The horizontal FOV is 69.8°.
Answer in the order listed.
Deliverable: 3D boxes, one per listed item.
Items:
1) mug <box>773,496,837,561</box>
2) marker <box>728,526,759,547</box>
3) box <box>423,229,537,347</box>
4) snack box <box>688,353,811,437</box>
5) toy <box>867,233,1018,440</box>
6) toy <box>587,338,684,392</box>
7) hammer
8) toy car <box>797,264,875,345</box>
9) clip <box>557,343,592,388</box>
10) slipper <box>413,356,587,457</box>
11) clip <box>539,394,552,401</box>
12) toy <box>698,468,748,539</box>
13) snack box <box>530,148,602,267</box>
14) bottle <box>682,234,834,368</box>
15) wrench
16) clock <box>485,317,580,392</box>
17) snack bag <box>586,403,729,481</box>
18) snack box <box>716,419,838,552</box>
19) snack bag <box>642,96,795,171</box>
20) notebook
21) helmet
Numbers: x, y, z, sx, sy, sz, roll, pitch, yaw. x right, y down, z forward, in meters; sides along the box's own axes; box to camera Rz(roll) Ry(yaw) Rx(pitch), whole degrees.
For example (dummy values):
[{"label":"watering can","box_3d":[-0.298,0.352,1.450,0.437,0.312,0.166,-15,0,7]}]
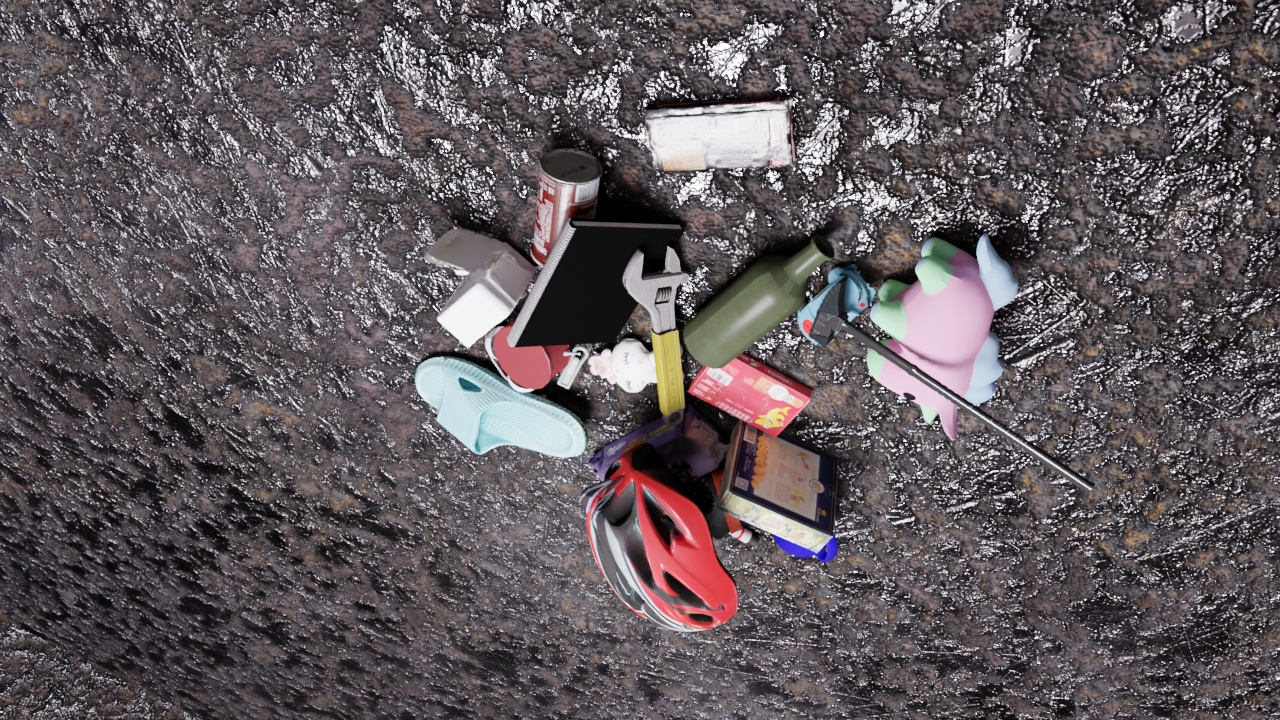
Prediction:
[{"label":"mug","box_3d":[0.231,0.221,1.247,0.079,0.111,0.084,-18,133,-17]},{"label":"marker","box_3d":[0.112,0.234,1.356,0.145,0.019,0.019,32,133,-10]},{"label":"box","box_3d":[-0.210,-0.105,1.100,0.130,0.109,0.103,40,130,-19]},{"label":"snack box","box_3d":[0.139,0.039,1.171,0.133,0.021,0.089,28,133,-7]},{"label":"toy","box_3d":[0.335,-0.030,0.991,0.171,0.119,0.223,37,133,-2]},{"label":"toy","box_3d":[-0.007,0.007,1.179,0.125,0.037,0.076,1,123,9]},{"label":"hammer","box_3d":[0.320,0.029,0.948,0.325,0.015,0.095,37,144,21]},{"label":"toy car","box_3d":[0.212,-0.059,1.036,0.060,0.027,0.108,56,134,16]},{"label":"clip","box_3d":[-0.086,0.002,1.209,0.023,0.047,0.076,25,130,-7]},{"label":"slipper","box_3d":[-0.203,0.075,1.266,0.276,0.069,0.116,21,130,14]},{"label":"clip","box_3d":[-0.145,0.070,1.293,0.062,0.025,0.047,-2,131,23]},{"label":"toy","box_3d":[0.123,0.192,1.269,0.119,0.097,0.100,-18,171,3]},{"label":"snack box","box_3d":[-0.083,-0.167,1.027,0.072,0.072,0.122,16,133,4]},{"label":"bottle","box_3d":[0.136,-0.069,1.041,0.071,0.071,0.207,36,132,-15]},{"label":"wrench","box_3d":[0.027,-0.021,1.113,0.083,0.018,0.274,-23,132,-20]},{"label":"clock","box_3d":[-0.147,-0.011,1.189,0.138,0.048,0.096,-23,104,45]},{"label":"snack bag","box_3d":[0.023,0.139,1.274,0.096,0.058,0.206,42,129,-21]},{"label":"snack box","box_3d":[0.179,0.157,1.180,0.145,0.144,0.043,25,130,-4]},{"label":"snack bag","box_3d":[0.081,-0.232,0.949,0.155,0.018,0.075,2,131,17]},{"label":"notebook","box_3d":[-0.055,-0.086,1.067,0.148,0.016,0.207,-4,145,-34]},{"label":"helmet","box_3d":[0.029,0.236,1.170,0.167,0.217,0.272,-32,121,-7]}]
